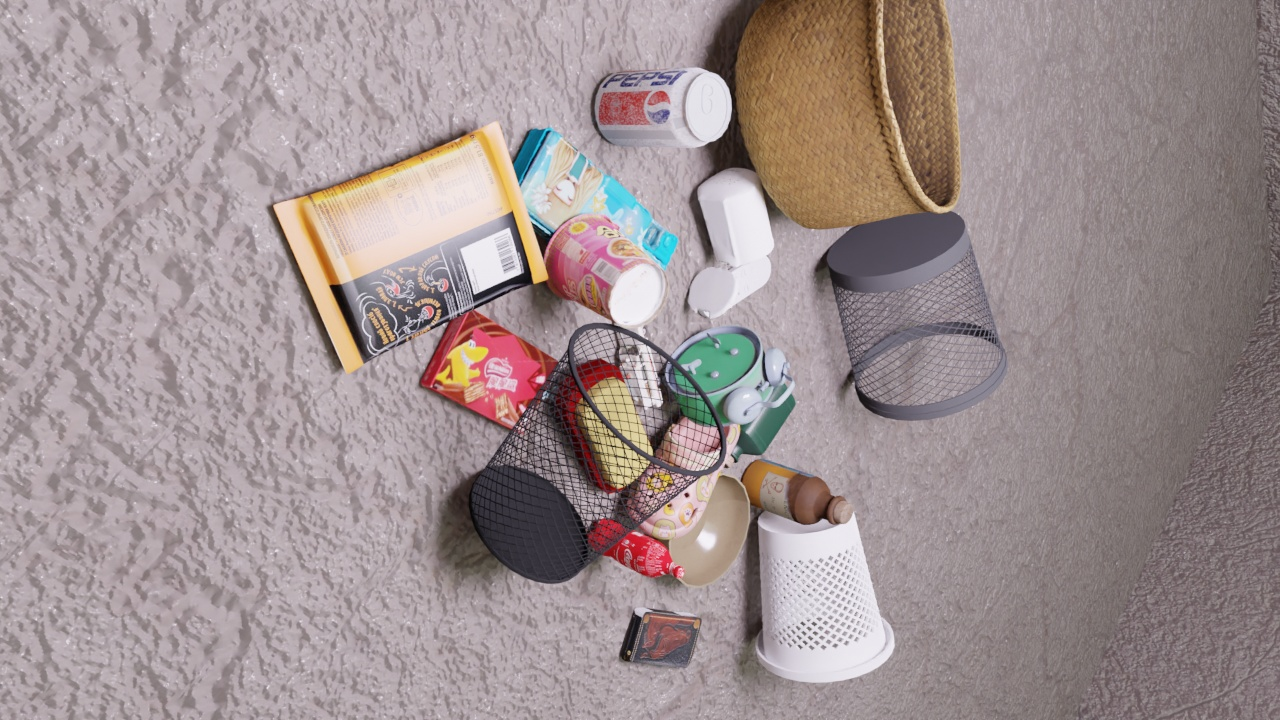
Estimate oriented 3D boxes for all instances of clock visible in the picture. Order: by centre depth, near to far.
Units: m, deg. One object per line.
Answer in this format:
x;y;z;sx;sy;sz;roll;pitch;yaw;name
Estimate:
0.109;0.019;1.091;0.121;0.162;0.075;-48;130;-25;clock

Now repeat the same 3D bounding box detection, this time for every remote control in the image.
0.121;-0.097;1.178;0.136;0.013;0.043;-33;122;-33;remote control

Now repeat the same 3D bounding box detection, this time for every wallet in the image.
0.029;0.365;1.206;0.123;0.019;0.072;23;80;-45;wallet

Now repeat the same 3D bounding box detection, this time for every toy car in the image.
-0.006;0.006;1.063;0.038;0.039;0.113;-42;128;-42;toy car

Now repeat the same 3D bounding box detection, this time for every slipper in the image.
0.052;0.118;1.106;0.196;0.093;0.082;-57;160;-28;slipper

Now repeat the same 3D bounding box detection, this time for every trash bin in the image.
-0.053;0.102;0.903;0.183;0.184;0.211;12;130;-45;trash bin
0.247;0.313;1.300;0.195;0.196;0.199;-19;104;-39;trash bin
0.387;-0.071;1.305;0.217;0.218;0.227;-41;122;-29;trash bin

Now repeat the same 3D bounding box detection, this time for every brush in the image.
-0.035;0.080;1.038;0.082;0.042;0.173;-41;133;-23;brush

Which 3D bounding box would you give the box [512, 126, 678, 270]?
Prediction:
-0.048;-0.148;0.982;0.226;0.041;0.094;34;78;-43;box

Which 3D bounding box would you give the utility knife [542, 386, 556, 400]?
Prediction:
-0.068;0.037;1.033;0.126;0.015;0.022;1;106;-41;utility knife

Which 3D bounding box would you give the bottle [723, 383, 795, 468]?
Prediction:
0.144;0.086;1.213;0.131;0.061;0.061;-53;129;-20;bottle

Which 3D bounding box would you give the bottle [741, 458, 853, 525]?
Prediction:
0.215;0.184;1.240;0.067;0.157;0.068;-13;109;-41;bottle

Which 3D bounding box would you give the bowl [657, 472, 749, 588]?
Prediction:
0.073;0.213;1.186;0.152;0.050;0.152;-13;110;-41;bowl

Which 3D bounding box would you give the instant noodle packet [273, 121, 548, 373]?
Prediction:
-0.199;-0.106;0.841;0.220;0.032;0.160;-29;118;-27;instant noodle packet

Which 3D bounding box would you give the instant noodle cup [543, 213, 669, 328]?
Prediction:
-0.030;-0.084;0.923;0.097;0.108;0.098;-18;126;-28;instant noodle cup

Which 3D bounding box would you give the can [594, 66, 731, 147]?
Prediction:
0.021;-0.262;0.952;0.078;0.136;0.078;-13;109;-41;can

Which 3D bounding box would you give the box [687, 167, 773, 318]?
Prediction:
0.099;-0.142;1.102;0.141;0.084;0.140;-44;129;-34;box

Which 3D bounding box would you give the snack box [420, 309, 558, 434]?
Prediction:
-0.151;0.012;0.939;0.133;0.021;0.089;33;78;-43;snack box

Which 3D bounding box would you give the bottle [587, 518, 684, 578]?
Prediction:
-0.004;0.219;1.049;0.041;0.142;0.042;-13;109;-41;bottle

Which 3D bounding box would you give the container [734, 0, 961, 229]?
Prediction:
0.244;-0.304;1.075;0.306;0.197;0.306;14;73;-56;container
